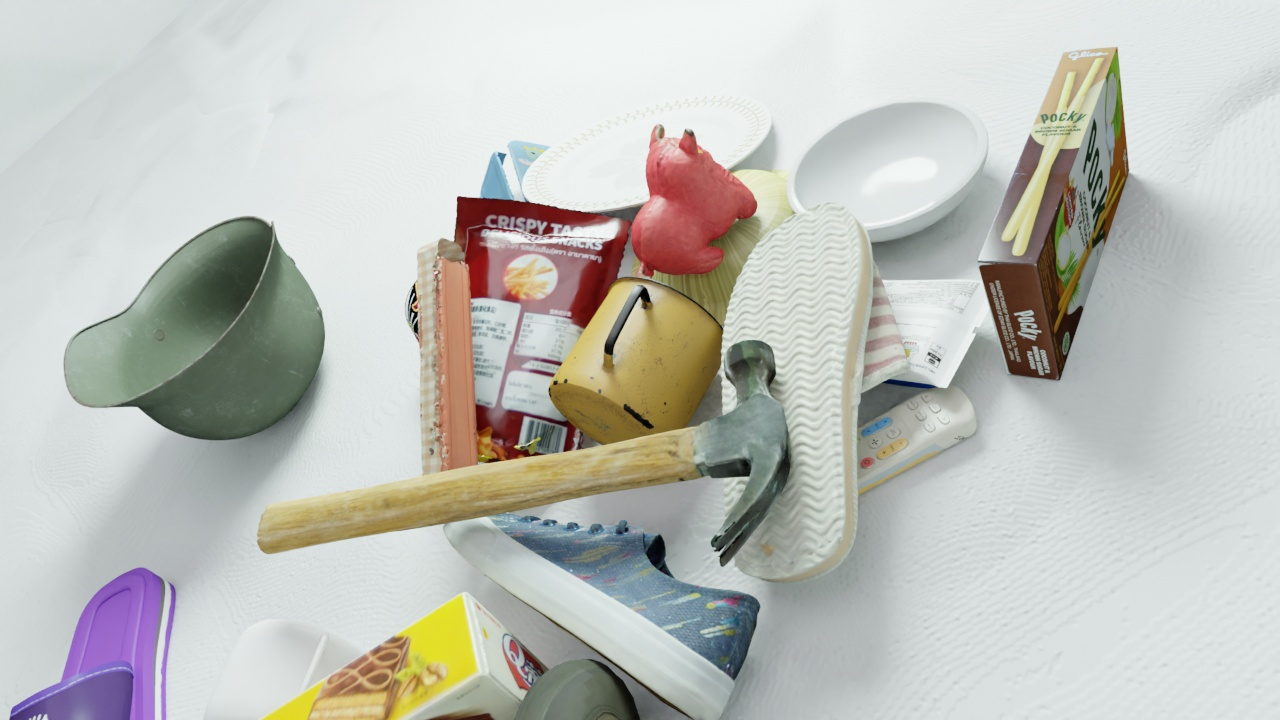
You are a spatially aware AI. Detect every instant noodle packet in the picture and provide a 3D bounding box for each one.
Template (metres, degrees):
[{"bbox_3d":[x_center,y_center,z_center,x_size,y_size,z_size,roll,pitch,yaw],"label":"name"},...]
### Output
[{"bbox_3d":[0.161,-0.022,0.612,0.134,0.026,0.086,7,54,49],"label":"instant noodle packet"}]

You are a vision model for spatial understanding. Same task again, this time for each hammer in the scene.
[{"bbox_3d":[-0.075,0.076,0.547,0.331,0.033,0.132,-12,52,10],"label":"hammer"}]

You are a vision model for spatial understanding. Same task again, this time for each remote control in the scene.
[{"bbox_3d":[0.145,0.055,0.565,0.126,0.018,0.038,-30,41,6],"label":"remote control"}]

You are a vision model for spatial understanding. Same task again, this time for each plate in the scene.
[{"bbox_3d":[0.005,-0.194,0.867,0.243,0.016,0.242,-13,33,9],"label":"plate"},{"bbox_3d":[0.068,-0.108,0.758,0.185,0.036,0.184,-18,43,18],"label":"plate"}]

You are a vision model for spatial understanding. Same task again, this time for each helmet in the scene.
[{"bbox_3d":[-0.399,-0.022,0.888,0.227,0.154,0.267,-28,46,5],"label":"helmet"}]

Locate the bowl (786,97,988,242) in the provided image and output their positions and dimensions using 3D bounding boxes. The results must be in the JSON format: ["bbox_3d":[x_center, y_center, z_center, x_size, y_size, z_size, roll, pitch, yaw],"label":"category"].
[{"bbox_3d":[0.189,-0.137,0.700,0.150,0.043,0.149,-17,44,17],"label":"bowl"}]

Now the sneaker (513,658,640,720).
[{"bbox_3d":[0.016,0.232,0.414,0.143,0.101,0.237,-27,46,14],"label":"sneaker"}]

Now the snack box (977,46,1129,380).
[{"bbox_3d":[0.261,-0.093,0.567,0.032,0.101,0.185,8,56,38],"label":"snack box"}]

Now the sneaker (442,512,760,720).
[{"bbox_3d":[-0.030,0.127,0.559,0.236,0.087,0.079,22,69,40],"label":"sneaker"}]

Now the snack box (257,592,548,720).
[{"bbox_3d":[-0.160,0.238,0.518,0.230,0.110,0.061,-32,38,2],"label":"snack box"}]

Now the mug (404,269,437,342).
[{"bbox_3d":[-0.133,-0.031,0.792,0.117,0.082,0.098,-16,36,-22],"label":"mug"}]

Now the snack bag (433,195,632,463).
[{"bbox_3d":[-0.090,-0.022,0.696,0.139,0.066,0.207,7,81,6],"label":"snack bag"}]

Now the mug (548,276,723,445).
[{"bbox_3d":[-0.004,0.003,0.632,0.100,0.124,0.094,22,65,21],"label":"mug"}]

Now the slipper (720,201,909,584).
[{"bbox_3d":[0.108,0.015,0.574,0.115,0.052,0.262,-18,49,37],"label":"slipper"}]

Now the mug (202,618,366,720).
[{"bbox_3d":[-0.219,0.210,0.585,0.116,0.094,0.067,-49,22,46],"label":"mug"}]

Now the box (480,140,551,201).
[{"bbox_3d":[-0.105,-0.140,0.911,0.085,0.073,0.208,2,38,-20],"label":"box"}]

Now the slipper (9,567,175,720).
[{"bbox_3d":[-0.426,0.259,0.690,0.107,0.084,0.266,-30,41,5],"label":"slipper"}]

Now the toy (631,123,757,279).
[{"bbox_3d":[0.016,-0.111,0.694,0.088,0.094,0.132,12,61,40],"label":"toy"}]

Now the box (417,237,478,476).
[{"bbox_3d":[-0.141,0.006,0.644,0.071,0.056,0.187,-30,60,49],"label":"box"}]
